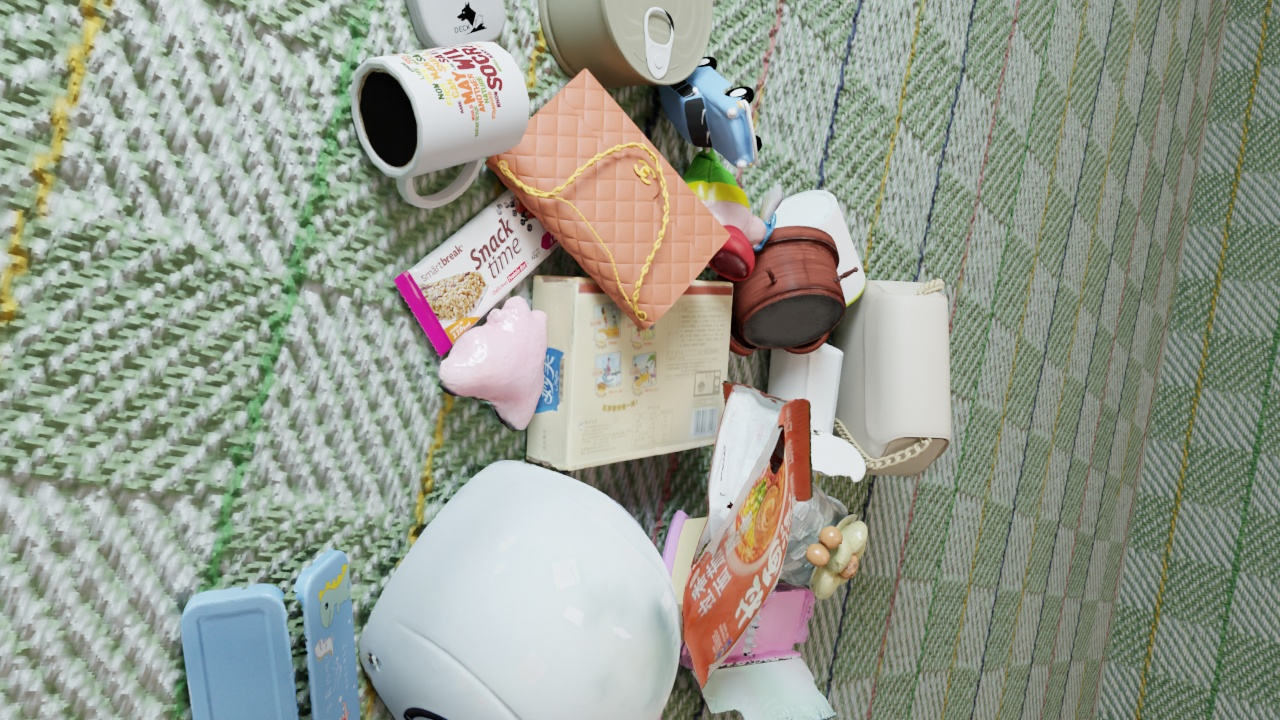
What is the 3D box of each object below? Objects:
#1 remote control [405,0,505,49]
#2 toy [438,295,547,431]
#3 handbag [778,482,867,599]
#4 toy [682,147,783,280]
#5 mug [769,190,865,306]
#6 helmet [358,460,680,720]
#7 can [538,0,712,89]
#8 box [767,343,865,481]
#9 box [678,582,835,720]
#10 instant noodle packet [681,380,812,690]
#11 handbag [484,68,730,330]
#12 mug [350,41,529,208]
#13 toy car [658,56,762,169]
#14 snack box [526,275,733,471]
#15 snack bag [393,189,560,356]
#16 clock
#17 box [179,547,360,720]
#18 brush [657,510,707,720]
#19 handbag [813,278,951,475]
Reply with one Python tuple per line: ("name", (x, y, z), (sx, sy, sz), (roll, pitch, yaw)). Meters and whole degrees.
("remote control", (-0.136, -0.288, 0.620), (0.074, 0.019, 0.151), (-36, 122, -39))
("toy", (-0.102, -0.002, 0.686), (0.102, 0.050, 0.093), (37, 68, -55))
("handbag", (0.168, 0.182, 0.972), (0.171, 0.123, 0.112), (37, 84, -45))
("toy", (0.067, -0.139, 0.819), (0.097, 0.124, 0.131), (89, 6, -46))
("mug", (0.183, -0.113, 0.965), (0.082, 0.083, 0.106), (-52, 131, -29))
("helmet", (-0.058, 0.214, 0.693), (0.235, 0.164, 0.264), (-49, 130, -30))
("can", (-0.010, -0.280, 0.722), (0.127, 0.073, 0.128), (-11, 105, -47))
("box", (0.184, 0.048, 0.957), (0.083, 0.144, 0.137), (3, 97, -26))
("box", (0.123, 0.320, 0.991), (0.230, 0.066, 0.158), (15, 61, -49))
("instant noodle packet", (0.078, 0.154, 0.796), (0.165, 0.084, 0.220), (78, 32, -48))
("handbag", (-0.022, -0.121, 0.702), (0.172, 0.060, 0.108), (47, 62, -14))
("mug", (-0.133, -0.154, 0.613), (0.089, 0.073, 0.105), (-29, 138, -42))
("toy car", (0.056, -0.211, 0.772), (0.054, 0.153, 0.056), (-21, 128, -5))
("snack box", (-0.005, 0.005, 0.794), (0.207, 0.055, 0.153), (-4, 100, -48))
("snack bag", (-0.101, -0.090, 0.698), (0.196, 0.016, 0.070), (-47, 127, -32))
("clock", (0.137, -0.058, 0.895), (0.120, 0.158, 0.072), (-2, 60, -14))
("box", (-0.225, 0.235, 0.593), (0.120, 0.049, 0.210), (-13, 108, -45))
("brush", (0.039, 0.242, 0.831), (0.228, 0.043, 0.089), (-74, 155, -44))
("handbag", (0.260, 0.019, 0.998), (0.103, 0.209, 0.210), (2, 82, -5))
